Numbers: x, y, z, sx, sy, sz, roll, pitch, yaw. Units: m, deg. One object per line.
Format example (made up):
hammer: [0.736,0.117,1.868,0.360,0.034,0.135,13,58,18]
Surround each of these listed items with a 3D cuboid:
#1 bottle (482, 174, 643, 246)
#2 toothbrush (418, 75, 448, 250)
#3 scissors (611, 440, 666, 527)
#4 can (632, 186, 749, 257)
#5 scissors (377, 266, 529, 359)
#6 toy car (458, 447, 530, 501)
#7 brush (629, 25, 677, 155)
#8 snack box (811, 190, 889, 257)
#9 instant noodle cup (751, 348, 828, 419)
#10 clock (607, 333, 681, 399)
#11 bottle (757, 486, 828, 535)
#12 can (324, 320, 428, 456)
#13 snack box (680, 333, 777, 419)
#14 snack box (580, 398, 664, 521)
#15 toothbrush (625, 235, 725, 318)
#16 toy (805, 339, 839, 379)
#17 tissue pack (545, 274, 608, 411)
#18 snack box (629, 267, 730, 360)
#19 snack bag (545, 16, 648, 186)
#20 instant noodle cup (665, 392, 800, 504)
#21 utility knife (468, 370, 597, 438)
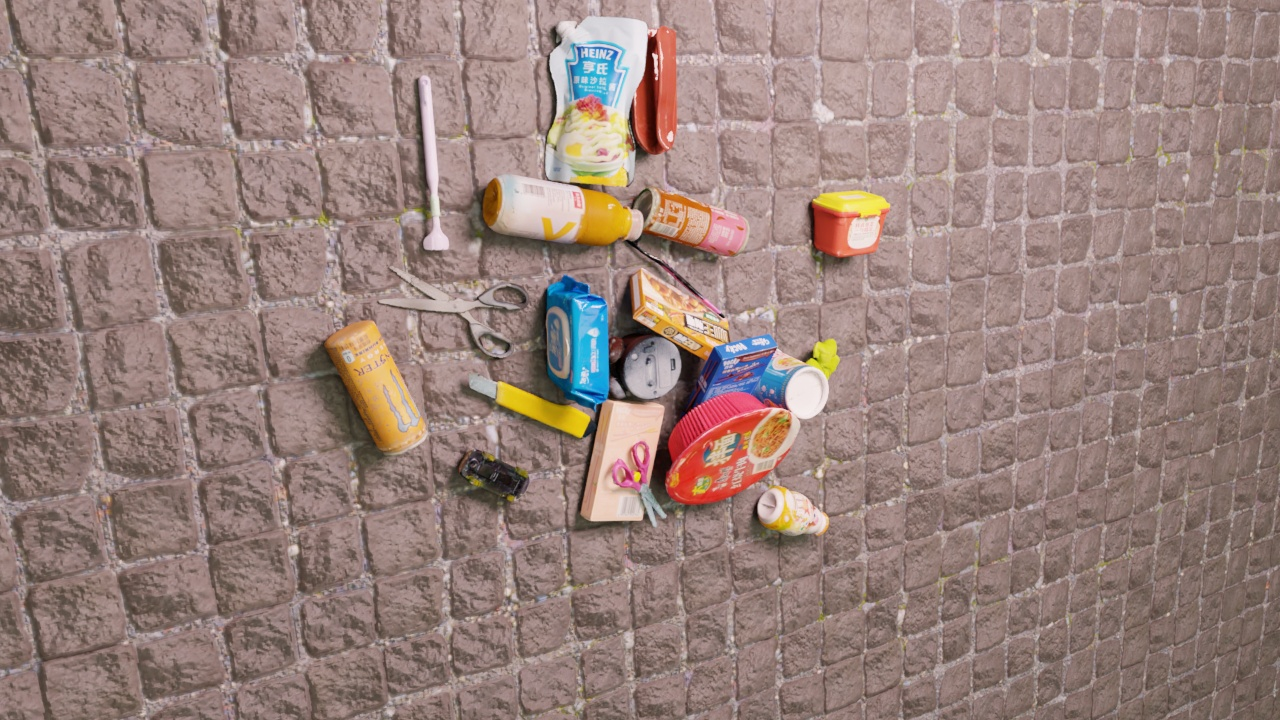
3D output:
bottle: [-0.087,-0.171,1.073,0.189,0.068,0.068,5,98,-29]
toothbrush: [-0.232,-0.217,1.015,0.029,0.021,0.189,-7,102,-25]
scissors: [0.010,0.160,1.194,0.077,0.017,0.137,-54,131,-24]
can: [0.064,-0.174,1.159,0.147,0.058,0.058,12,94,-30]
scissors: [-0.207,-0.062,1.065,0.170,0.014,0.159,-31,111,-17]
toy car: [-0.175,0.137,1.107,0.090,0.035,0.042,31,86,-30]
brush: [0.017,-0.321,1.098,0.063,0.069,0.146,-8,104,-26]
snack box: [0.288,-0.187,1.267,0.091,0.082,0.080,-9,114,-26]
instant noodle cup: [0.194,0.034,1.242,0.099,0.110,0.099,-6,103,-28]
clock: [-0.007,0.007,1.160,0.121,0.055,0.082,-9,105,-26]
bottle: [0.222,0.222,1.322,0.108,0.063,0.063,23,89,-30]
can: [-0.290,0.031,1.011,0.058,0.058,0.146,-30,113,-20]
snack box: [0.113,0.030,1.192,0.084,0.026,0.157,-12,146,-26]
snack box: [-0.023,0.130,1.187,0.084,0.026,0.157,7,97,-37]
toothbrush: [0.044,-0.113,1.176,0.189,0.014,0.017,38,73,-22]
toy: [0.251,0.020,1.312,0.100,0.031,0.097,-44,134,-26]
tissue pack: [-0.078,-0.019,1.095,0.052,0.095,0.157,-8,106,-26]
snack box: [0.052,-0.053,1.170,0.153,0.075,0.026,28,128,-30]
snack bag: [-0.053,-0.301,1.067,0.110,0.038,0.191,7,101,11]
instant noodle cup: [0.109,0.107,1.203,0.193,0.065,0.194,-18,143,-15]
utility knife: [-0.131,0.054,1.123,0.192,0.015,0.033,27,87,-33]
